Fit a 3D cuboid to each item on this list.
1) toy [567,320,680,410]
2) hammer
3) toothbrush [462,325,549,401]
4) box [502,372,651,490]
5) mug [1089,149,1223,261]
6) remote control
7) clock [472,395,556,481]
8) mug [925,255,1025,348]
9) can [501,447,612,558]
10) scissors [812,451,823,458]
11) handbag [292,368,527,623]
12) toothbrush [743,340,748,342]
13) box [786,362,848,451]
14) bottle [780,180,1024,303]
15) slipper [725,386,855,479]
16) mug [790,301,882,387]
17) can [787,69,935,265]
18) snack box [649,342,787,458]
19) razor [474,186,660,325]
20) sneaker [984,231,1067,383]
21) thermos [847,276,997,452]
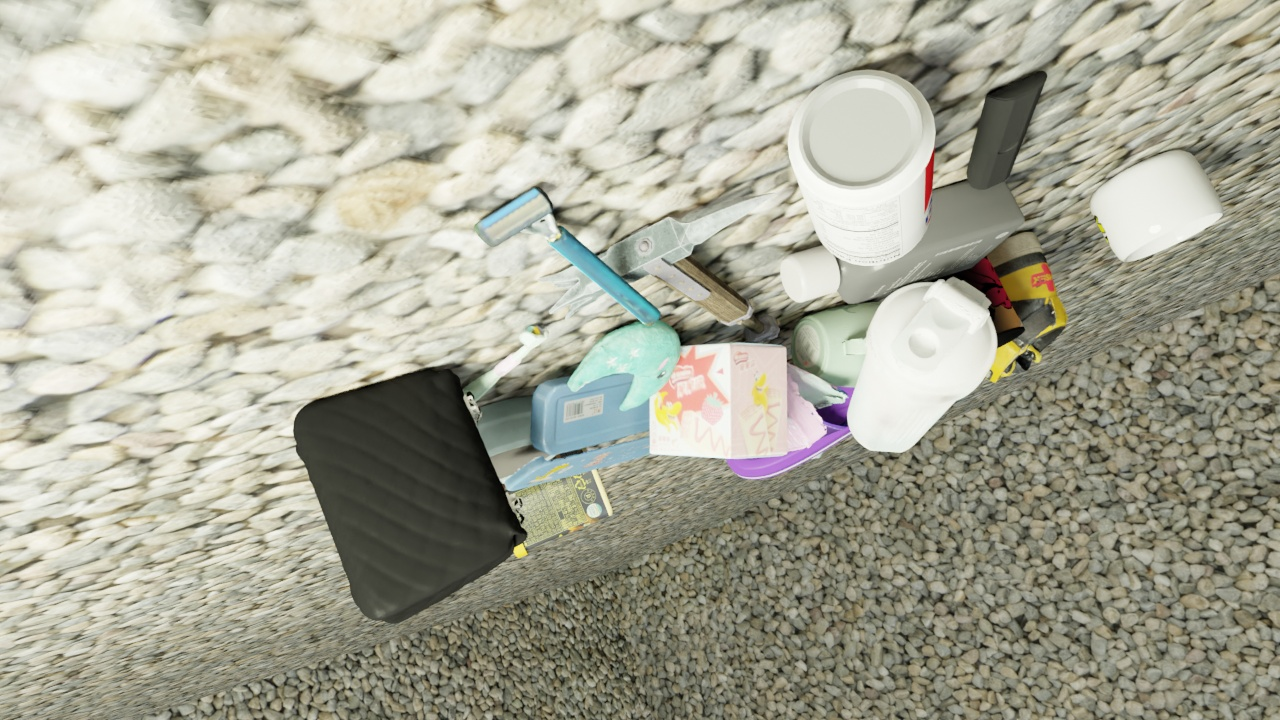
[{"bbox_3d":[-0.004,0.004,0.728,0.085,0.033,0.105,-43,149,10],"label":"toy"},{"bbox_3d":[0.061,-0.048,0.679,0.147,0.028,0.316,-25,165,16],"label":"hammer"},{"bbox_3d":[-0.113,0.013,0.680,0.022,0.015,0.155,-6,159,-41],"label":"toothbrush"},{"bbox_3d":[-0.019,0.059,0.809,0.208,0.043,0.125,-9,131,-45],"label":"box"},{"bbox_3d":[0.472,-0.140,0.840,0.095,0.068,0.115,-32,162,34],"label":"mug"},{"bbox_3d":[0.237,-0.147,0.598,0.033,0.015,0.146,-24,165,9],"label":"remote control"},{"bbox_3d":[-0.142,0.082,0.825,0.159,0.045,0.122,-27,164,15],"label":"clock"},{"bbox_3d":[0.277,-0.053,0.820,0.082,0.098,0.117,-31,162,33],"label":"mug"},{"bbox_3d":[-0.093,0.128,0.922,0.101,0.072,0.131,-22,-165,-7],"label":"can"},{"bbox_3d":[0.255,0.057,1.121,0.176,0.171,0.013,-49,133,-18],"label":"scissors"},{"bbox_3d":[-0.155,0.094,0.647,0.125,0.153,0.115,-23,162,-11],"label":"handbag"},{"bbox_3d":[0.028,0.037,0.934,0.223,0.026,0.027,-30,122,27],"label":"toothbrush"},{"bbox_3d":[0.135,0.044,0.939,0.070,0.084,0.231,-34,178,-12],"label":"box"},{"bbox_3d":[0.190,-0.084,0.694,0.173,0.046,0.084,-17,165,-15],"label":"bottle"},{"bbox_3d":[0.210,0.043,1.064,0.267,0.107,0.084,-25,155,10],"label":"slipper"},{"bbox_3d":[0.212,-0.014,0.879,0.104,0.084,0.111,-3,-179,-25],"label":"mug"},{"bbox_3d":[0.124,-0.099,0.503,0.070,0.070,0.132,-25,165,12],"label":"can"},{"bbox_3d":[0.065,0.034,0.782,0.079,0.094,0.093,3,177,-44],"label":"snack box"},{"bbox_3d":[-0.030,-0.053,0.507,0.042,0.022,0.144,-26,148,22],"label":"razor"},{"bbox_3d":[0.331,-0.024,0.955,0.085,0.122,0.239,-8,159,-37],"label":"sneaker"},{"bbox_3d":[0.226,0.010,0.768,0.099,0.099,0.221,-20,158,-5],"label":"thermos"}]
